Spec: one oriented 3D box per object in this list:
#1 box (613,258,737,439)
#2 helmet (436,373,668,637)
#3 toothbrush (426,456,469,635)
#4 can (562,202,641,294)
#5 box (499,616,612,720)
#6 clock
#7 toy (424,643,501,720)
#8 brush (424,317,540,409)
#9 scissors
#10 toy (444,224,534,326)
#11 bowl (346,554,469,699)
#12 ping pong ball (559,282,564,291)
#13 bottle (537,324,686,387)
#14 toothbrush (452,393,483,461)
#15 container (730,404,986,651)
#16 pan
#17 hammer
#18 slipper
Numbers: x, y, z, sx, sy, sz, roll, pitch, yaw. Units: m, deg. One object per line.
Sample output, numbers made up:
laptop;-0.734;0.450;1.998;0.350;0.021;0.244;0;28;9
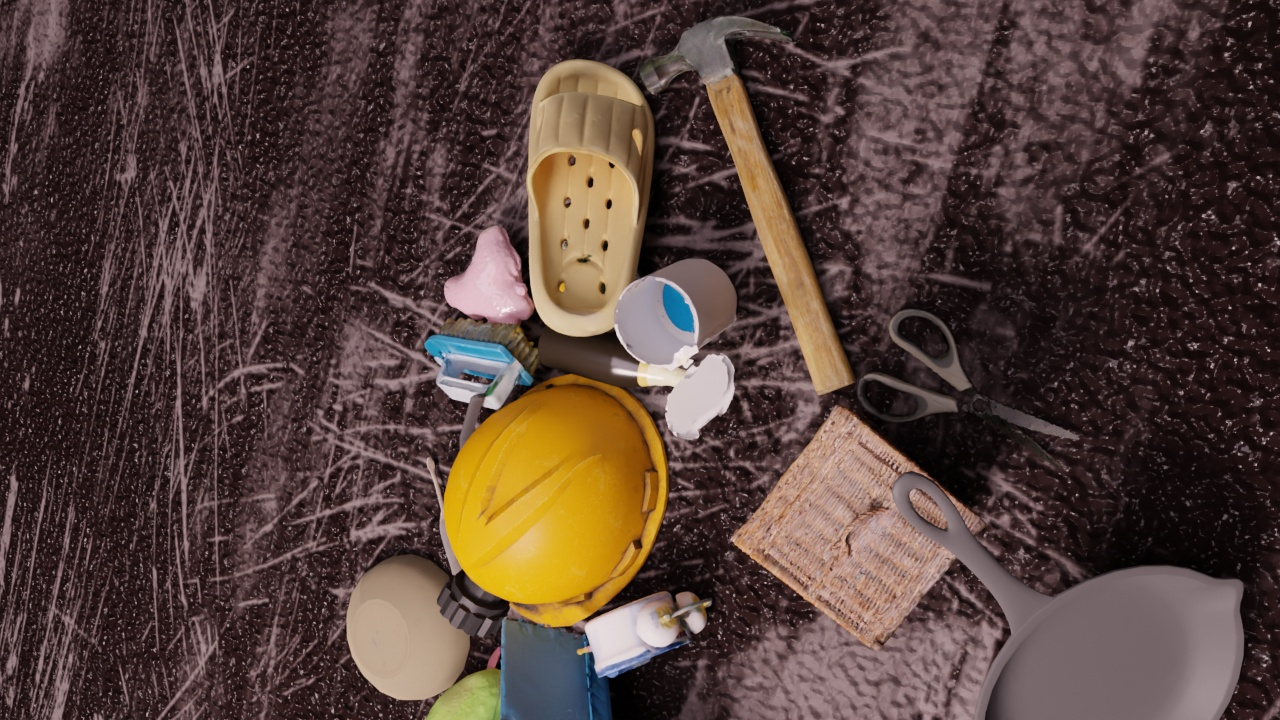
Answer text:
box;0.041;-0.014;0.744;0.084;0.146;0.136;-35;86;30
helmet;-0.103;0.133;0.828;0.205;0.131;0.256;38;107;23
toothbrush;-0.192;0.187;0.938;0.022;0.024;0.185;-17;81;-12
can;-0.040;-0.092;0.829;0.055;0.054;0.101;-34;76;25
box;-0.085;0.340;0.762;0.094;0.112;0.231;-55;26;30
clock;0.008;0.233;0.795;0.126;0.088;0.052;-31;71;26
toy;-0.161;0.379;0.848;0.150;0.107;0.196;-64;33;18
brush;-0.164;0.001;0.876;0.136;0.055;0.075;10;58;42
scissors;0.246;0.020;0.701;0.165;0.012;0.150;-8;89;31
toy;-0.140;-0.068;0.885;0.096;0.052;0.099;48;116;15
bowl;-0.254;0.283;0.957;0.152;0.050;0.152;1;92;28
ping pong ball;-0.069;-0.059;0.854;0.040;0.040;0.040;1;92;28
bottle;-0.005;0.005;0.818;0.185;0.045;0.045;15;98;27
toothbrush;-0.165;0.070;0.872;0.168;0.012;0.013;122;132;-58
container;0.159;0.113;0.649;0.113;0.198;0.114;40;97;17
pan;0.261;0.175;0.580;0.216;0.024;0.354;-45;113;6
hammer;0.108;-0.132;0.764;0.132;0.033;0.330;-23;82;26
slipper;-0.042;-0.151;0.777;0.111;0.079;0.261;3;75;-5
